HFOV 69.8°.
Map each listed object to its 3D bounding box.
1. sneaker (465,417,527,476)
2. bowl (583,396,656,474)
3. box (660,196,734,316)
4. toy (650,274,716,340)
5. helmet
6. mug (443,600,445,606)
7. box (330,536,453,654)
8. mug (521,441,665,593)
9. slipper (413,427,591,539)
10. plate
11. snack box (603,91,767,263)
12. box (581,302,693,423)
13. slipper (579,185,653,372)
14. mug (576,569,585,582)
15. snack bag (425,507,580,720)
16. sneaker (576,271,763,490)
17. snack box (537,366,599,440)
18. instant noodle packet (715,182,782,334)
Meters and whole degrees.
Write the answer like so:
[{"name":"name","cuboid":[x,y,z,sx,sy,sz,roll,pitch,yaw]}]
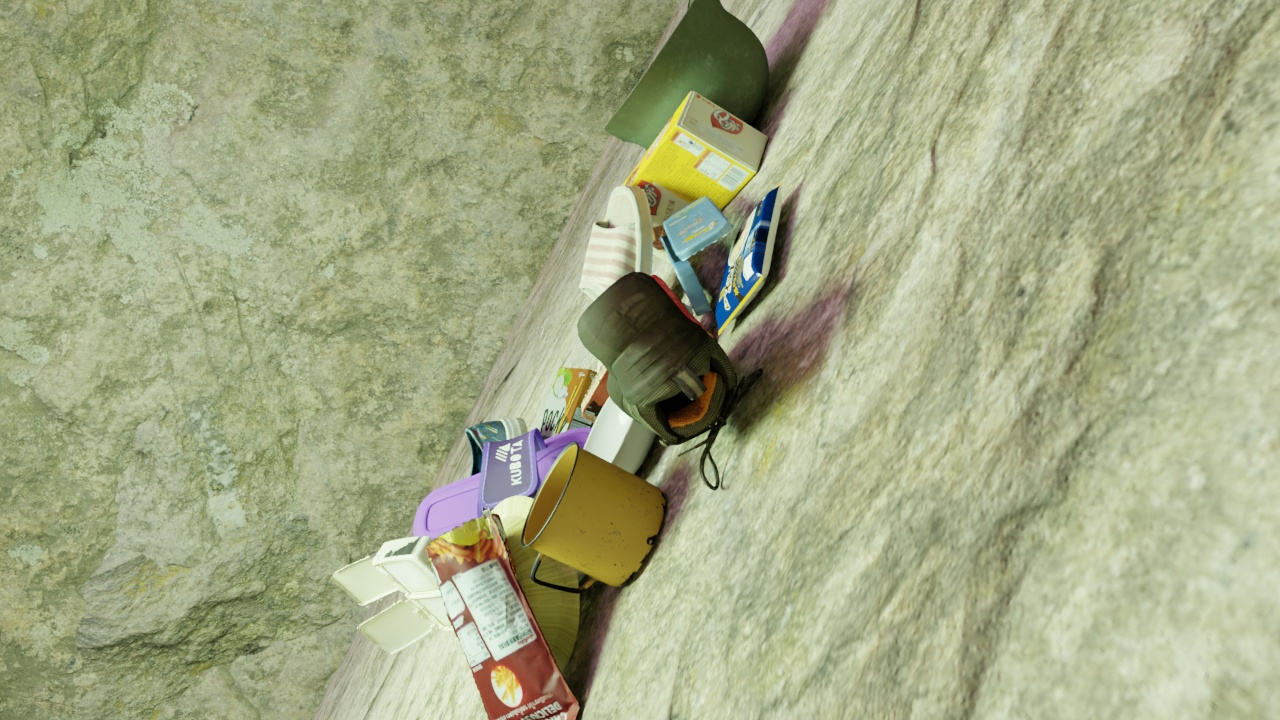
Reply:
[{"name":"sneaker","cuboid":[-0.185,0.188,1.158,0.088,0.079,0.235,-15,74,63]},{"name":"bowl","cuboid":[-0.016,0.080,0.942,0.150,0.043,0.149,-58,14,22]},{"name":"box","cuboid":[0.067,-0.115,0.986,0.086,0.073,0.208,-36,16,8]},{"name":"toy","cuboid":[0.028,-0.017,0.934,0.088,0.094,0.133,-52,-15,-3]},{"name":"helmet","cuboid":[0.074,-0.343,1.176,0.226,0.154,0.268,-59,13,-13]},{"name":"mug","cuboid":[-0.160,0.265,1.019,0.082,0.098,0.117,-57,14,27]},{"name":"box","cuboid":[-0.279,0.287,1.116,0.188,0.144,0.057,-24,27,30]},{"name":"mug","cuboid":[-0.045,0.148,0.807,0.123,0.094,0.100,-63,13,-8]},{"name":"slipper","cuboid":[-0.168,0.143,1.054,0.267,0.084,0.107,-23,46,21]},{"name":"plate","cuboid":[-0.129,0.226,0.891,0.185,0.036,0.184,-3,86,49]},{"name":"snack box","cuboid":[0.048,-0.218,1.132,0.231,0.110,0.061,-43,23,57]},{"name":"box","cuboid":[-0.008,0.004,1.044,0.071,0.056,0.187,49,118,41]},{"name":"slipper","cuboid":[-0.035,-0.081,1.111,0.115,0.052,0.263,11,98,62]},{"name":"mug","cuboid":[-0.088,0.193,0.949,0.115,0.068,0.094,-64,13,-5]},{"name":"snack bag","cuboid":[-0.129,0.248,0.819,0.139,0.066,0.207,-41,65,40]},{"name":"sneaker","cuboid":[0.043,0.027,0.739,0.101,0.143,0.238,-43,-21,-4]},{"name":"snack box","cuboid":[-0.105,0.102,1.196,0.101,0.031,0.186,3,72,64]},{"name":"instant noodle packet","cuboid":[0.103,-0.096,0.863,0.087,0.026,0.134,125,165,-50]}]
